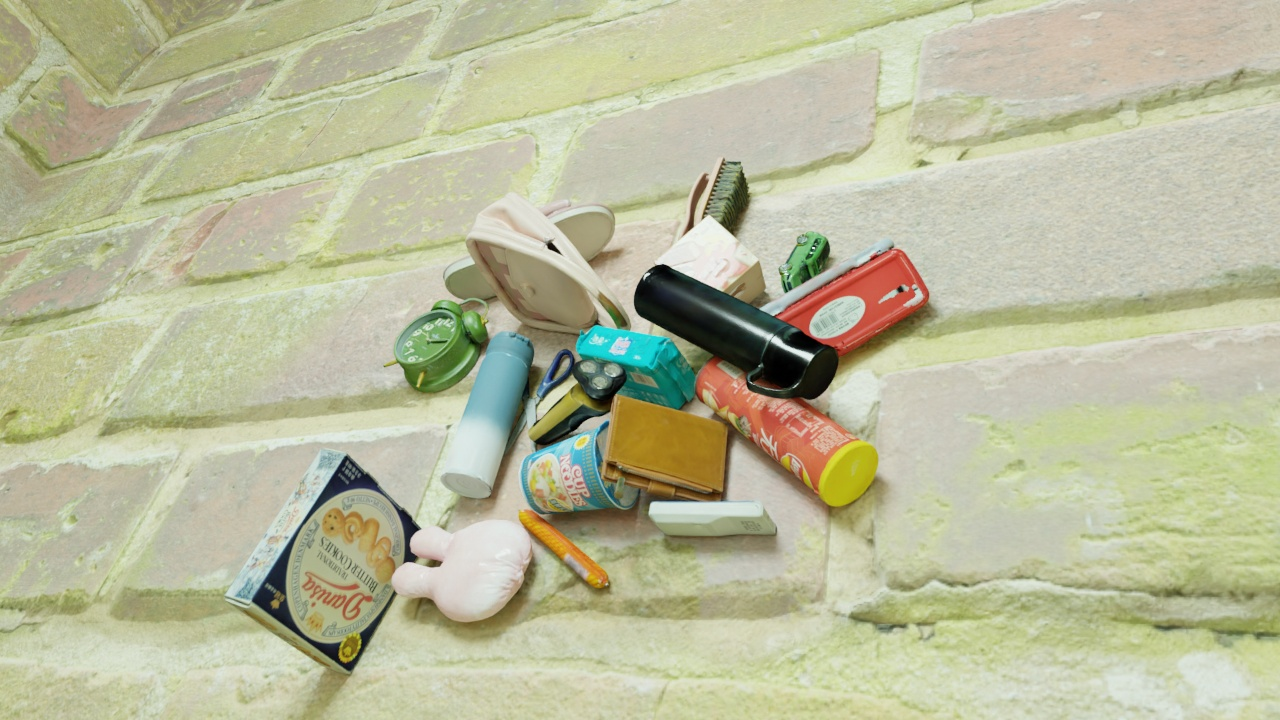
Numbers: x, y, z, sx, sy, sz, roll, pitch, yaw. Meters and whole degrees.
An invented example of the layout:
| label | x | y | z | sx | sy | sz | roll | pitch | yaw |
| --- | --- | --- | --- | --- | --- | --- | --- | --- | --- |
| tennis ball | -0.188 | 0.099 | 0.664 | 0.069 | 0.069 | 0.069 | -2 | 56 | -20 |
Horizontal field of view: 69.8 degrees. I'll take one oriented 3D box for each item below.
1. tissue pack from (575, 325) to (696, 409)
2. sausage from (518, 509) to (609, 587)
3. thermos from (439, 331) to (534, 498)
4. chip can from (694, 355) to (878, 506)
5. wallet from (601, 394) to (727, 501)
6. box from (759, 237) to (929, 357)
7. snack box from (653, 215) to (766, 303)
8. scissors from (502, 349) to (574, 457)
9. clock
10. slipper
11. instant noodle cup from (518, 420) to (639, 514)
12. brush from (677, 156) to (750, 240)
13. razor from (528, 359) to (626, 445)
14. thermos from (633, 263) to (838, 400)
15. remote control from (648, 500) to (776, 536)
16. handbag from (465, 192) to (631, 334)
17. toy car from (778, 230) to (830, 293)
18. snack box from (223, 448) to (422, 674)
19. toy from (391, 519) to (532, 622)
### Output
| label | x | y | z | sx | sy | sz | roll | pitch | yaw |
| --- | --- | --- | --- | --- | --- | --- | --- | --- | --- |
| tissue pack | -0.006 | 0.006 | 1.082 | 0.134 | 0.093 | 0.050 | 12 | 61 | 35 |
| sausage | -0.086 | 0.201 | 0.994 | 0.021 | 0.021 | 0.165 | -45 | 45 | -16 |
| thermos | -0.185 | 0.062 | 1.139 | 0.070 | 0.070 | 0.219 | -5 | 52 | 25 |
| chip can | 0.145 | 0.065 | 0.957 | 0.073 | 0.073 | 0.216 | -40 | 44 | -11 |
| wallet | 0.027 | 0.099 | 0.971 | 0.130 | 0.035 | 0.118 | 16 | 53 | -9 |
| box | 0.219 | -0.051 | 1.052 | 0.201 | 0.100 | 0.095 | -30 | 84 | 0 |
| snack box | 0.086 | -0.104 | 1.123 | 0.092 | 0.077 | 0.094 | -40 | 64 | -5 |
| scissors | -0.142 | 0.047 | 1.179 | 0.162 | 0.012 | 0.163 | -46 | 46 | -15 |
| clock | -0.277 | -0.028 | 1.291 | 0.116 | 0.056 | 0.161 | 24 | 64 | 40 |
| slipper | -0.161 | -0.162 | 1.316 | 0.275 | 0.114 | 0.054 | -23 | 55 | 18 |
| instant noodle cup | -0.070 | 0.126 | 1.011 | 0.110 | 0.099 | 0.099 | -17 | 43 | 25 |
| brush | 0.097 | -0.206 | 1.250 | 0.073 | 0.063 | 0.145 | 4 | 54 | 26 |
| razor | -0.081 | 0.052 | 1.065 | 0.168 | 0.067 | 0.062 | -39 | 6 | 44 |
| thermos | 0.089 | -0.029 | 0.981 | 0.089 | 0.068 | 0.243 | -30 | 42 | -30 |
| remote control | 0.071 | 0.160 | 0.926 | 0.125 | 0.049 | 0.024 | -5 | 55 | 25 |
| handbag | -0.100 | -0.097 | 1.174 | 0.234 | 0.193 | 0.093 | 30 | 70 | 33 |
| toy car | 0.200 | -0.118 | 1.122 | 0.036 | 0.043 | 0.091 | 16 | 60 | 38 |
| snack box | -0.330 | 0.219 | 0.993 | 0.046 | 0.178 | 0.182 | 6 | 54 | 28 |
| toy | -0.194 | 0.225 | 1.005 | 0.160 | 0.054 | 0.121 | 3 | 50 | 26 |
